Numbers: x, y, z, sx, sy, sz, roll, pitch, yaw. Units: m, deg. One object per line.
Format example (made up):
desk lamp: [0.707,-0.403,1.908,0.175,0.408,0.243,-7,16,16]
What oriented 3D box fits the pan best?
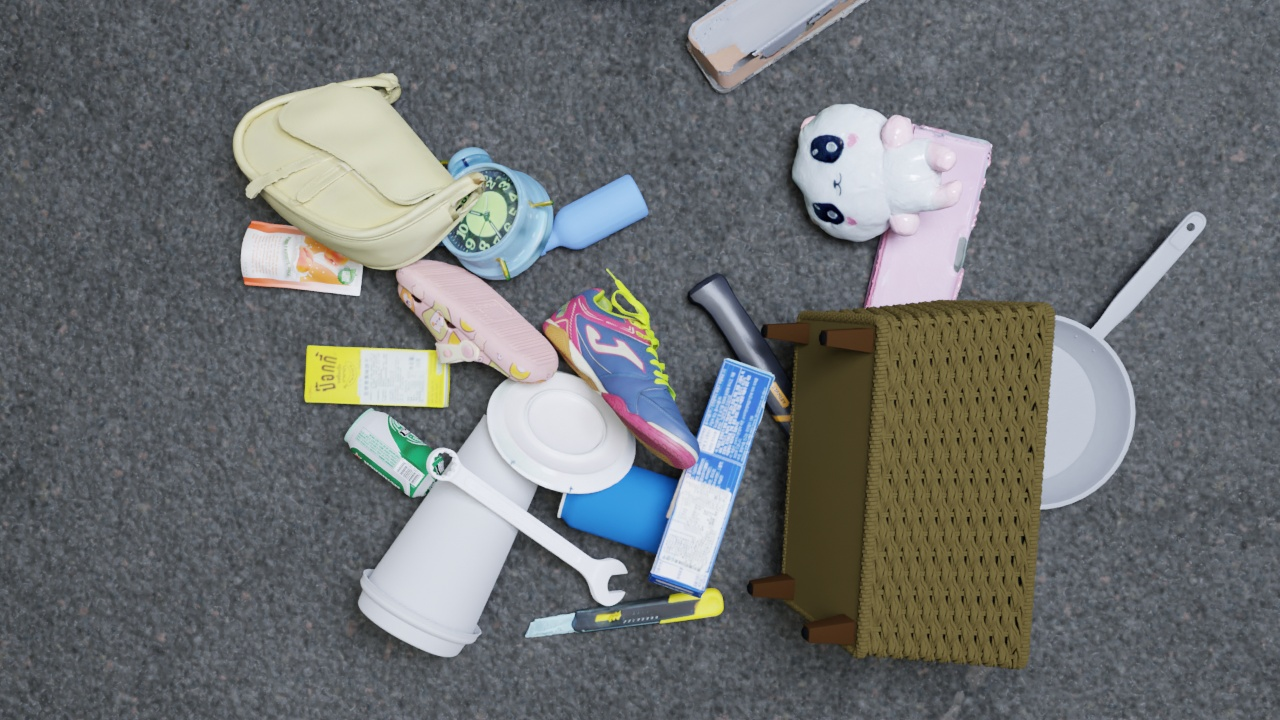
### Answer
pan: [0.454,-0.009,0.949,0.201,0.051,0.356,39,90,1]

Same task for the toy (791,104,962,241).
toy: [0.233,-0.184,0.907,0.101,0.180,0.139,-24,116,-33]

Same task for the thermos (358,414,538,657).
thermos: [-0.178,0.171,0.929,0.131,0.131,0.221,29,82,1]

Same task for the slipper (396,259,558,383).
slipper: [-0.173,-0.028,0.943,0.197,0.093,0.082,37,114,12]

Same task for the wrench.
wrench: [-0.105,0.167,0.907,0.273,0.009,0.047,43,69,-31]

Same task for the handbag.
handbag: [-0.285,-0.190,0.916,0.191,0.088,0.233,-40,68,-6]

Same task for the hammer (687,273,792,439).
hammer: [0.146,0.050,0.964,0.139,0.035,0.312,-34,88,-1]

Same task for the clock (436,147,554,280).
clock: [-0.166,-0.153,0.948,0.162,0.060,0.118,28,90,25]

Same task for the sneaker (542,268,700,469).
sneaker: [-0.005,0.006,0.893,0.091,0.116,0.242,-40,52,-6]

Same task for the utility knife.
utility knife: [-0.018,0.271,0.971,0.213,0.020,0.029,-10,87,2]

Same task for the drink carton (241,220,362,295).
drink carton: [-0.355,-0.109,0.977,0.122,0.039,0.069,6,90,-5]

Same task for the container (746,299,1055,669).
container: [0.224,0.102,0.841,0.204,0.176,0.321,1,94,-16]

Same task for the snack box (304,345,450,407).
snack box: [-0.278,0.017,0.974,0.149,0.025,0.061,2,89,1]

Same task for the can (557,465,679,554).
can: [-0.005,0.150,0.941,0.146,0.079,0.079,17,89,1]

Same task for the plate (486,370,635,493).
plate: [-0.076,0.065,0.921,0.157,0.156,0.014,29,131,1]

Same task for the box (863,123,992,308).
box: [0.297,-0.125,0.961,0.098,0.037,0.233,15,90,0]

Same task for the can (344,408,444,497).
can: [-0.255,0.098,0.959,0.101,0.053,0.053,38,90,1]

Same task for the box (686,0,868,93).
box: [0.153,-0.370,0.960,0.216,0.063,0.081,-34,78,0]

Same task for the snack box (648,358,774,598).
snack box: [0.070,0.112,0.887,0.059,0.059,0.226,19,70,5]

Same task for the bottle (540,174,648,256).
bottle: [-0.059,-0.145,0.962,0.131,0.048,0.048,-27,89,1]
